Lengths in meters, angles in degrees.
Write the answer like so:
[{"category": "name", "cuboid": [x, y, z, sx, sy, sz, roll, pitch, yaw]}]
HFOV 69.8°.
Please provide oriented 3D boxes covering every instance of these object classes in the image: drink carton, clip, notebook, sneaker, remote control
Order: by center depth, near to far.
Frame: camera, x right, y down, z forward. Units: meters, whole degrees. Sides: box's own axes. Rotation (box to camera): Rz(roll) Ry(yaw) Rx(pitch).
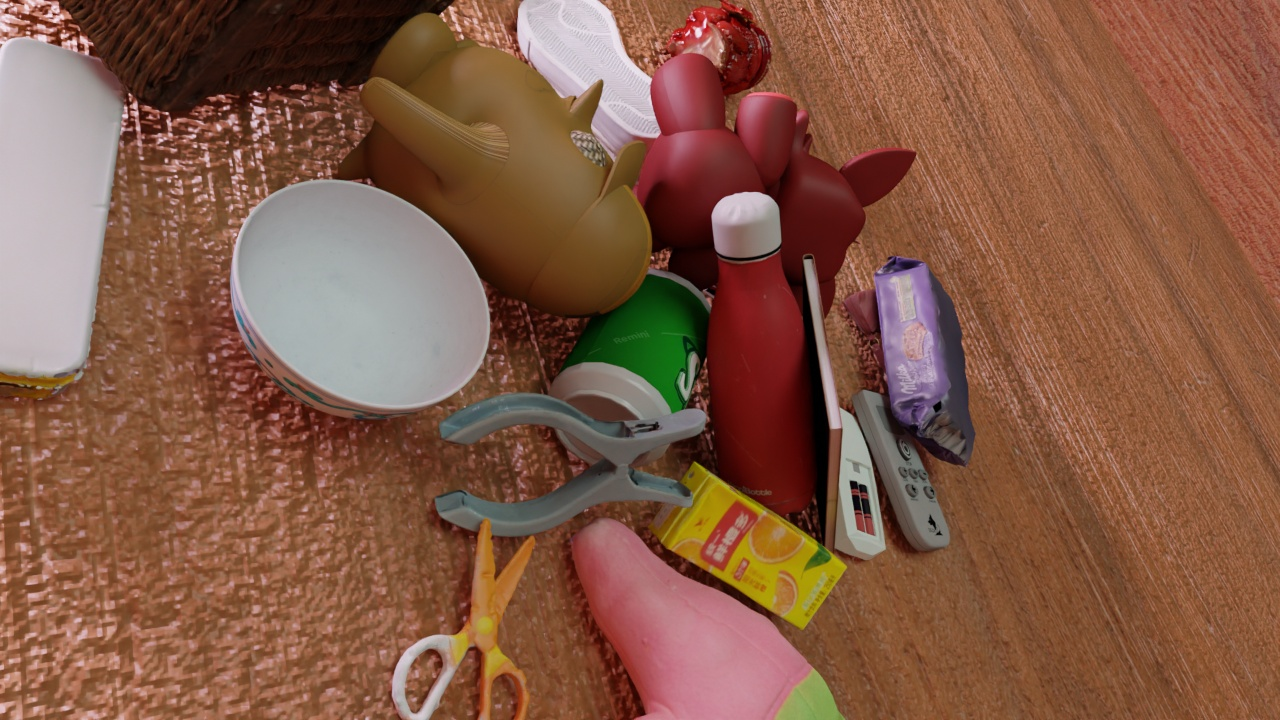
[{"category": "clip", "cuboid": [-0.037, 0.041, 0.545, 0.166, 0.127, 0.028, -3, 25, -18]}, {"category": "drink carton", "cuboid": [0.074, 0.128, 0.635, 0.134, 0.058, 0.043, 35, 0, -26]}, {"category": "notebook", "cuboid": [0.135, 0.041, 0.691, 0.008, 0.209, 0.141, -6, 56, 6]}, {"category": "remote control", "cuboid": [0.180, 0.100, 0.788, 0.049, 0.024, 0.143, 23, 49, -29]}, {"category": "sneaker", "cuboid": [-0.037, -0.227, 0.791, 0.089, 0.091, 0.242, -24, 58, -18]}, {"category": "remote control", "cuboid": [0.240, 0.099, 0.837, 0.074, 0.019, 0.151, 13, 53, -50]}]

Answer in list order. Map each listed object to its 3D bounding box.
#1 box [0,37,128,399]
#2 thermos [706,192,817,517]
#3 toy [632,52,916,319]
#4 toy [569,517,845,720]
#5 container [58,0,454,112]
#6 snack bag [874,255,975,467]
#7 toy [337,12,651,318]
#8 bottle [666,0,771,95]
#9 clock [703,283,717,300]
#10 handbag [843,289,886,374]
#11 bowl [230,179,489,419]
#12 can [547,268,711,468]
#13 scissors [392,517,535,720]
[{"category": "box", "cuboid": [-0.310, -0.077, 0.471, 0.064, 0.033, 0.209, 13, 54, -36]}, {"category": "thermos", "cuboid": [0.082, 0.000, 0.639, 0.073, 0.073, 0.240, -48, 137, -48]}, {"category": "toy", "cuboid": [0.083, -0.119, 0.679, 0.197, 0.159, 0.120, 15, 26, -19]}, {"category": "toy", "cuboid": [0.037, 0.192, 0.553, 0.236, 0.097, 0.191, 46, 31, 15]}, {"category": "container", "cuboid": [-0.241, -0.264, 0.549, 0.183, 0.163, 0.249, 58, 31, -6]}, {"category": "snack bag", "cuboid": [0.281, -0.002, 0.897, 0.096, 0.059, 0.205, 38, 42, -40]}, {"category": "toy", "cuboid": [-0.076, -0.118, 0.602, 0.203, 0.163, 0.198, 42, 11, 3]}, {"category": "bottle", "cuboid": [0.082, -0.324, 0.943, 0.111, 0.099, 0.099, -18, 75, -52]}, {"category": "clock", "cuboid": [0.075, -0.092, 0.794, 0.154, 0.065, 0.114, 5, 60, -49]}, {"category": "handbag", "cuboid": [0.248, -0.014, 0.932, 0.055, 0.029, 0.119, -11, 75, -50]}, {"category": "bowl", "cuboid": [-0.167, -0.022, 0.523, 0.144, 0.074, 0.143, 23, 49, -29]}, {"category": "can", "cuboid": [-0.004, 0.004, 0.643, 0.088, 0.088, 0.139, 40, 43, -13]}, {"category": "scissors", "cuboid": [-0.097, 0.144, 0.507, 0.096, 0.012, 0.133, 13, 64, -33]}]
